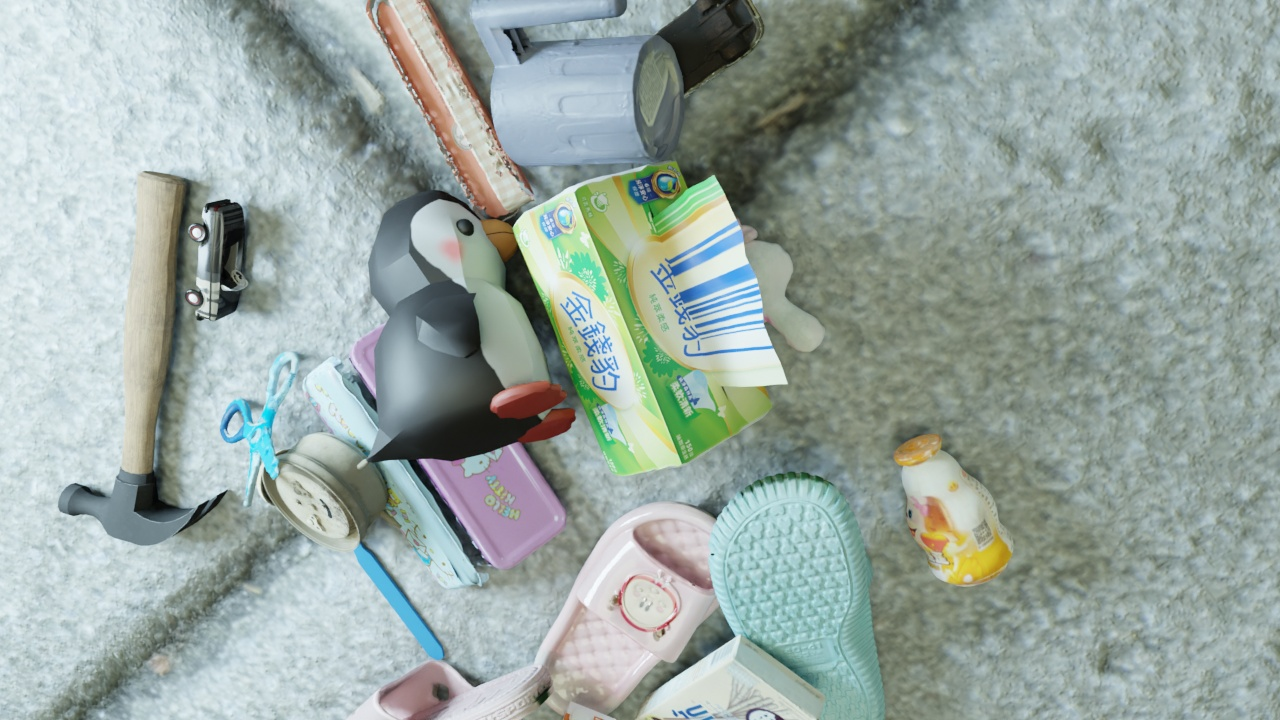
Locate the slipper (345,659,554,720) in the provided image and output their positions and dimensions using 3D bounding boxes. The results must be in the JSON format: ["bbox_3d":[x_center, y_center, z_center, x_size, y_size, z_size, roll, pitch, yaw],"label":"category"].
[{"bbox_3d":[-0.180,0.284,0.746,0.240,0.094,0.064,-26,87,20],"label":"slipper"}]

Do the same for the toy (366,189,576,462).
[{"bbox_3d":[-0.141,-0.028,0.639,0.140,0.159,0.184,-18,73,-2],"label":"toy"}]

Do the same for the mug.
[{"bbox_3d":[-0.040,-0.184,0.595,0.104,0.083,0.124,6,145,26],"label":"mug"}]

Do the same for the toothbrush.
[{"bbox_3d":[-0.218,0.188,0.772,0.016,0.014,0.166,-33,98,14],"label":"toothbrush"}]

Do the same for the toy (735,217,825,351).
[{"bbox_3d":[0.076,-0.053,0.662,0.076,0.037,0.125,-29,95,22],"label":"toy"}]

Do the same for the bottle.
[{"bbox_3d":[0.223,0.107,0.667,0.063,0.063,0.109,-27,99,13],"label":"bottle"}]

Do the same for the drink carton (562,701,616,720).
[{"bbox_3d":[-0.059,0.335,0.740,0.040,0.058,0.123,21,127,2],"label":"drink carton"}]

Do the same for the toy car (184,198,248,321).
[{"bbox_3d":[-0.323,-0.076,0.708,0.037,0.040,0.092,13,108,2],"label":"toy car"}]

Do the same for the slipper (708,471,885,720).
[{"bbox_3d":[0.124,0.190,0.700,0.116,0.069,0.276,-14,117,9],"label":"slipper"}]

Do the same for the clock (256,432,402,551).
[{"bbox_3d":[-0.257,0.096,0.726,0.141,0.054,0.093,9,130,28],"label":"clock"}]

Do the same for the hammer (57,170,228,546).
[{"bbox_3d":[-0.396,0.003,0.743,0.132,0.040,0.306,15,104,7],"label":"hammer"}]

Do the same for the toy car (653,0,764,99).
[{"bbox_3d":[0.033,-0.211,0.632,0.113,0.040,0.048,-28,99,31],"label":"toy car"}]

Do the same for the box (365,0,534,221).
[{"bbox_3d":[-0.138,-0.185,0.652,0.077,0.054,0.187,-22,99,45],"label":"box"}]

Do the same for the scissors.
[{"bbox_3d":[-0.302,0.061,0.711,0.113,0.140,0.013,-27,141,26],"label":"scissors"}]

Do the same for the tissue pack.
[{"bbox_3d":[0.023,-0.035,0.604,0.142,0.120,0.198,-17,103,49],"label":"tissue pack"}]

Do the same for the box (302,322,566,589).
[{"bbox_3d":[-0.166,0.077,0.718,0.140,0.062,0.214,-31,98,16],"label":"box"}]

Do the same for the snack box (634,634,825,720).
[{"bbox_3d":[0.066,0.272,0.714,0.082,0.026,0.150,37,133,-3],"label":"snack box"}]

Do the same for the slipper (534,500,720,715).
[{"bbox_3d":[-0.010,0.201,0.726,0.107,0.055,0.222,37,107,0],"label":"slipper"}]
